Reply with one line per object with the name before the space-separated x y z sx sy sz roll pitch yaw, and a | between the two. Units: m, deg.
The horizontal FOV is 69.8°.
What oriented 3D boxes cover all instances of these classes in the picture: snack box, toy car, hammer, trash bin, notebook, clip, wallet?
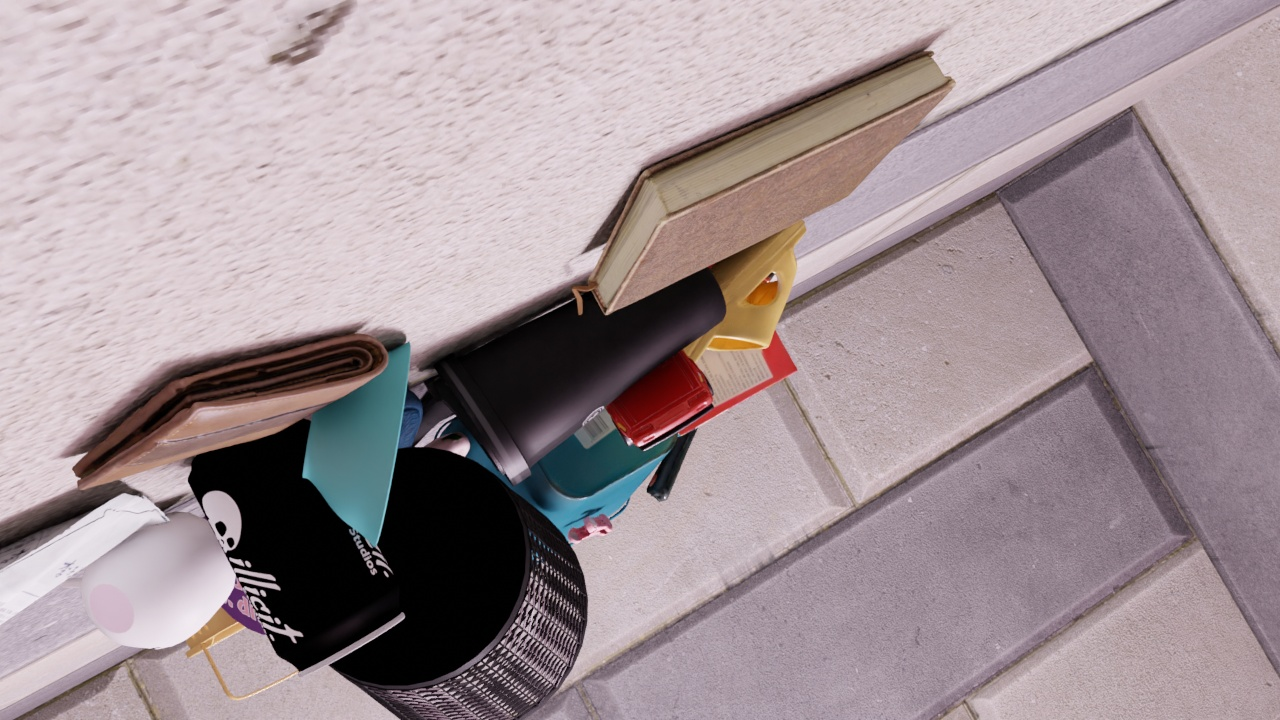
snack box | 0.065 -0.016 0.956 0.145 0.142 0.040 -28 178 -8
toy car | -0.005 0.005 0.769 0.081 0.056 0.189 -32 -144 -3
hammer | -0.235 0.080 0.898 0.124 0.029 0.312 -27 176 -38
trash bin | -0.157 0.182 0.731 0.216 0.217 0.243 -28 160 -11
notebook | 0.067 -0.098 0.577 0.215 0.034 0.190 -27 172 -22
clip | -0.047 0.166 0.930 0.058 0.023 0.050 -17 159 -35
trash bin | -0.086 0.086 0.973 0.198 0.196 0.219 -27 170 -29
wallet | -0.193 0.024 0.443 0.099 0.027 0.120 -28 178 29
hammer | 0.087 0.008 1.027 0.332 0.033 0.133 -63 -172 -19

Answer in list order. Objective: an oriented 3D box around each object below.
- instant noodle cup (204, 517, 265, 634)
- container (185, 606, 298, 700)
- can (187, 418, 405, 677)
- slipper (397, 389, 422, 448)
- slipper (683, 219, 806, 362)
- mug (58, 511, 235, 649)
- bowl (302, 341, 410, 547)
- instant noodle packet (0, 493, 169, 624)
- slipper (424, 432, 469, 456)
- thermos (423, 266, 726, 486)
instant noodle cup | -0.323 0.161 0.851 0.121 0.122 0.137 -40 143 -53
container | -0.380 0.244 0.970 0.130 0.167 0.182 -32 175 42
can | -0.211 0.112 0.568 0.080 0.146 0.080 -29 177 -2
slipper | -0.237 0.086 0.742 0.103 0.059 0.214 -31 165 -50
slipper | 0.076 -0.032 0.880 0.262 0.078 0.100 -47 -160 -20
mug | -0.354 0.153 0.644 0.124 0.090 0.076 3 -165 16
bowl | -0.168 0.045 0.535 0.046 0.121 0.121 10 163 -17
instant noodle packet | -0.402 0.149 0.500 0.268 0.057 0.147 -33 -179 -23
slipper | -0.236 0.161 0.944 0.222 0.055 0.106 -57 165 27
thermos | -0.043 -0.004 0.690 0.218 0.106 0.106 -33 178 -12
